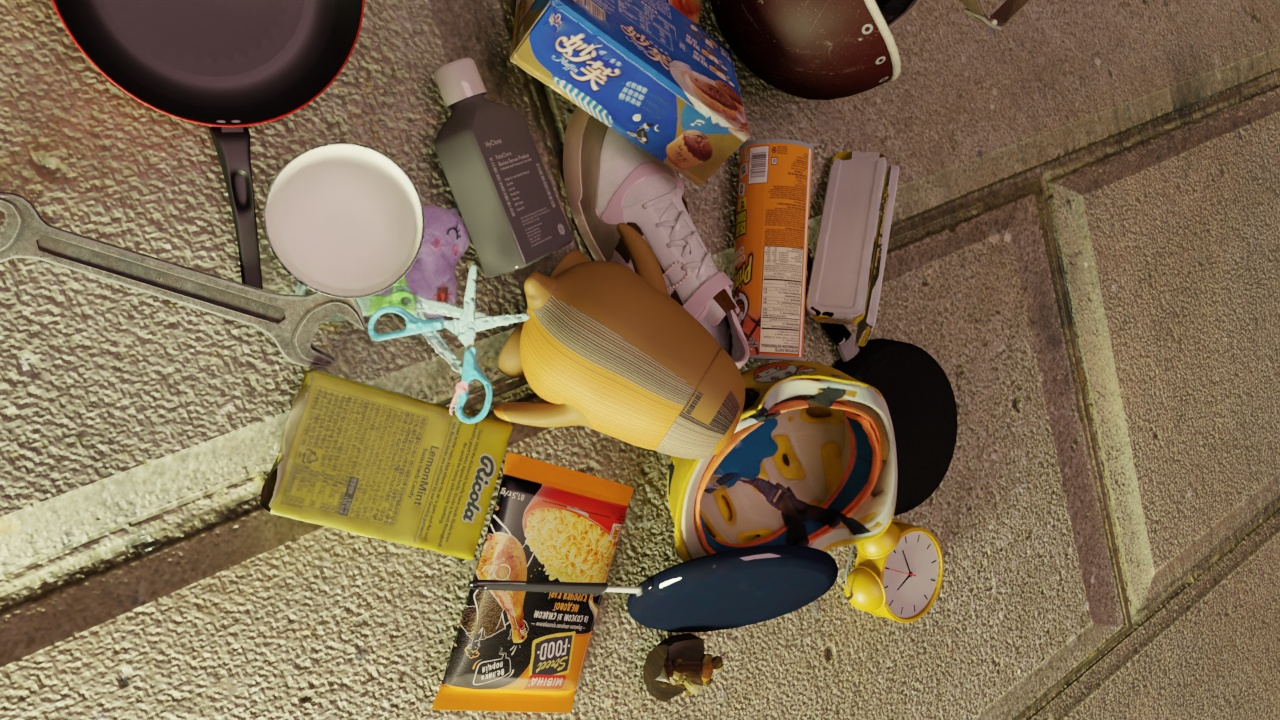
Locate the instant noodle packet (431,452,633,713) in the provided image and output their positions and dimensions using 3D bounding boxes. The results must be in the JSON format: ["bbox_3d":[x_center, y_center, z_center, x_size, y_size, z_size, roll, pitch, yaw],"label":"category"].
[{"bbox_3d":[-0.089,0.206,0.826,0.159,0.032,0.220,23,80,-44],"label":"instant noodle packet"}]

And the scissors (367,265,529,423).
[{"bbox_3d":[-0.157,-0.015,0.735,0.135,0.015,0.135,10,107,0],"label":"scissors"}]

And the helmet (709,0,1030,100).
[{"bbox_3d":[0.194,-0.368,0.863,0.254,0.233,0.234,-44,73,9],"label":"helmet"}]

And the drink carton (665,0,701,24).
[{"bbox_3d":[0.030,-0.390,0.882,0.064,0.040,0.130,11,86,-31],"label":"drink carton"}]

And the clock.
[{"bbox_3d":[0.288,0.239,1.048,0.151,0.052,0.113,20,82,-33],"label":"clock"}]

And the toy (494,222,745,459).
[{"bbox_3d":[-0.005,0.005,0.786,0.203,0.162,0.198,32,83,6],"label":"toy"}]

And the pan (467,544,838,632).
[{"bbox_3d":[0.018,0.208,0.820,0.356,0.199,0.021,9,54,-27],"label":"pan"}]

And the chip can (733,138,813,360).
[{"bbox_3d":[0.132,-0.108,0.930,0.075,0.075,0.215,3,90,-30],"label":"chip can"}]

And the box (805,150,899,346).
[{"bbox_3d":[0.223,-0.124,0.983,0.080,0.079,0.209,12,68,3],"label":"box"}]

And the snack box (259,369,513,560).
[{"bbox_3d":[-0.208,0.086,0.758,0.180,0.045,0.121,19,81,-27],"label":"snack box"}]

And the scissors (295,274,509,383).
[{"bbox_3d":[-0.189,-0.055,0.746,0.170,0.028,0.139,14,90,-14],"label":"scissors"}]

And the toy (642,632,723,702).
[{"bbox_3d":[0.048,0.305,0.907,0.100,0.062,0.076,20,103,-40],"label":"toy"}]

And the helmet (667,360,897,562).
[{"bbox_3d":[0.120,0.097,0.896,0.240,0.139,0.209,-23,118,-8],"label":"helmet"}]

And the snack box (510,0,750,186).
[{"bbox_3d":[-0.008,-0.266,0.801,0.202,0.069,0.154,27,38,-28],"label":"snack box"}]

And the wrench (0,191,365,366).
[{"bbox_3d":[-0.341,-0.057,0.675,0.273,0.010,0.070,19,105,-25],"label":"wrench"}]

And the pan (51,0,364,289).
[{"bbox_3d":[-0.307,-0.206,0.677,0.208,0.067,0.357,-10,113,-32],"label":"pan"}]

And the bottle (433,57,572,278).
[{"bbox_3d":[-0.125,-0.166,0.778,0.083,0.046,0.174,-40,113,-55],"label":"bottle"}]

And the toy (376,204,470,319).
[{"bbox_3d":[-0.185,-0.086,0.769,0.080,0.036,0.099,8,88,-19],"label":"toy"}]

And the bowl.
[{"bbox_3d":[-0.222,-0.103,0.697,0.113,0.063,0.113,-1,94,-14],"label":"bowl"}]

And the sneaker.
[{"bbox_3d":[0.024,-0.108,0.843,0.111,0.117,0.294,-27,105,-27],"label":"sneaker"}]

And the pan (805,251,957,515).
[{"bbox_3d":[0.249,0.015,1.022,0.203,0.044,0.356,-38,111,-24],"label":"pan"}]
